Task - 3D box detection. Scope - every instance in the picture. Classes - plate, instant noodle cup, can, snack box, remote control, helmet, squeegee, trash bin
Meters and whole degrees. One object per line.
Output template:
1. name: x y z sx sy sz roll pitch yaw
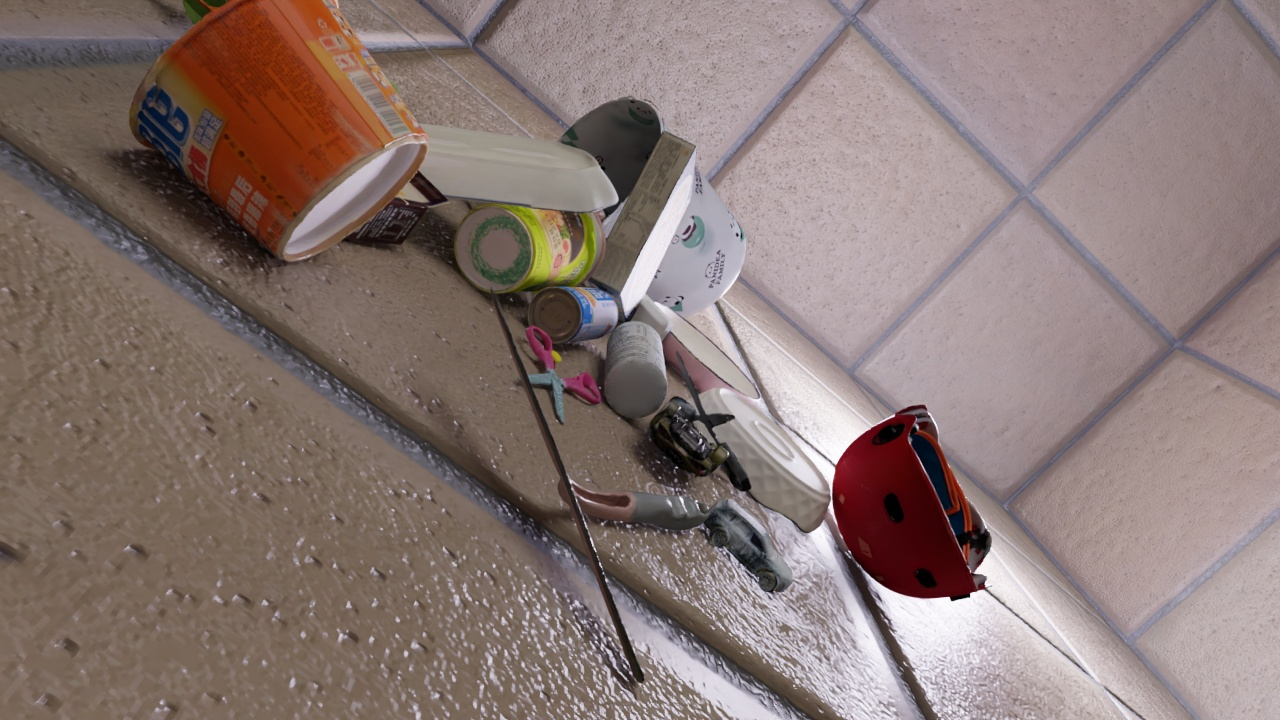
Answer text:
1. plate: -0.149 -0.186 0.856 0.265 0.034 0.162 4 25 -18
2. instant noodle cup: -0.213 -0.141 0.571 0.111 0.151 0.151 49 12 -4
3. can: -0.005 0.005 0.894 0.058 0.058 0.146 39 12 -12
4. plate: 0.075 -0.001 1.209 0.192 0.039 0.192 40 12 -11
5. snack box: -0.232 -0.147 0.718 0.113 0.053 0.125 45 15 13
6. snack box: 0.004 -0.143 1.042 0.046 0.178 0.182 26 -6 5
7. instant noodle cup: -0.113 -0.109 0.869 0.111 0.112 0.123 43 20 4
8. remote control: -0.014 -0.068 1.145 0.125 0.049 0.024 48 16 26
9. can: -0.063 -0.045 0.900 0.053 0.053 0.134 44 12 8
10. plate: 0.136 0.103 1.028 0.205 0.046 0.204 39 13 -12
11. helmet: 0.287 0.173 1.018 0.207 0.144 0.239 64 22 -2
12. squeegee: -0.009 0.096 0.621 0.249 0.040 0.247 31 32 -61
13. trash bin: 0.007 -0.197 1.289 0.252 0.230 0.229 39 11 -42

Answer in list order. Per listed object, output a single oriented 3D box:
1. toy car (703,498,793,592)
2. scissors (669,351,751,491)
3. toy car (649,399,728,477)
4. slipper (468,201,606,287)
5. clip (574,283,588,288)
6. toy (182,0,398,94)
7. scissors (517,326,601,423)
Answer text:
1. toy car: 0.090 0.151 0.749 0.090 0.034 0.043 44 9 3
2. scissors: 0.062 0.055 0.883 0.159 0.014 0.178 34 -26 54
3. toy car: 0.039 0.072 0.832 0.070 0.042 0.158 44 0 4
4. slipper: -0.117 -0.164 1.021 0.054 0.114 0.274 21 17 -48
5. clip: -0.093 -0.105 1.065 0.100 0.035 0.070 49 12 8
6. toy: -0.342 -0.302 0.842 0.246 0.090 0.226 48 14 10
7. scissors: -0.066 0.019 0.768 0.118 0.017 0.133 40 16 -29
